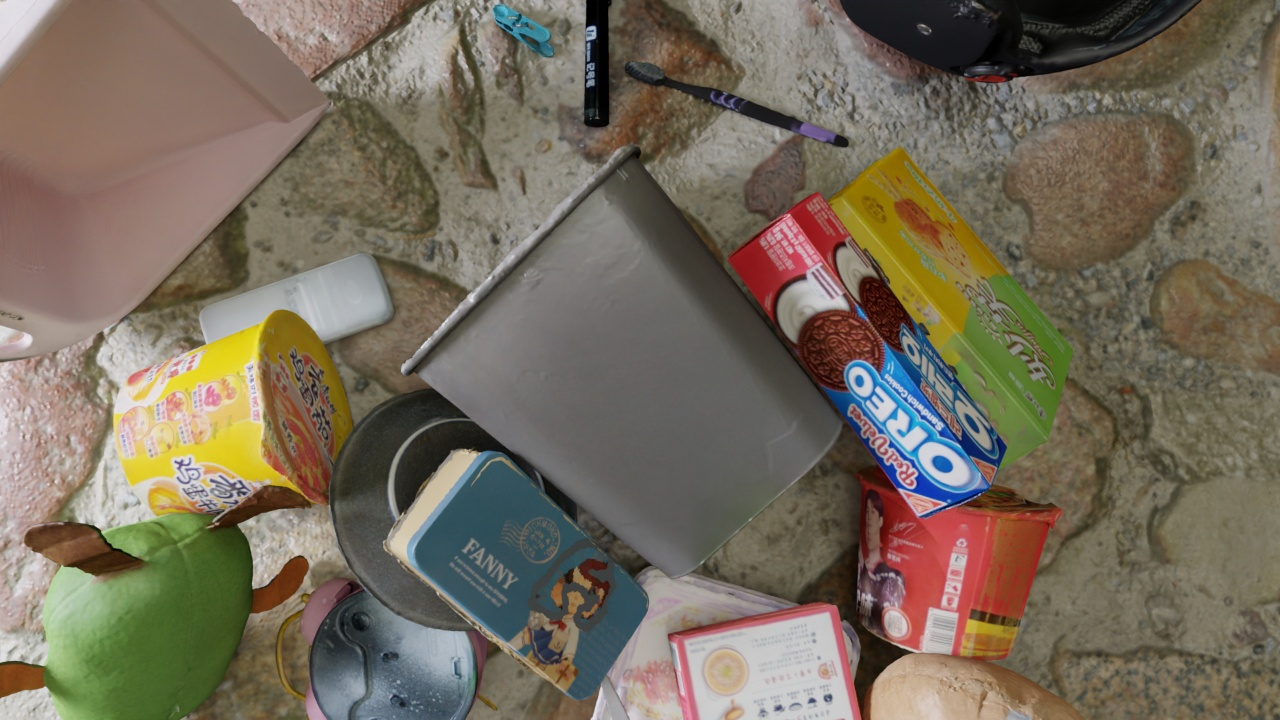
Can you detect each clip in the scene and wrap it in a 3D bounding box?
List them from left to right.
[{"bbox_3d":[-0.091,-0.257,0.711,0.055,0.038,0.013,34,81,5],"label":"clip"}]

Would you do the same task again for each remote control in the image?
[{"bbox_3d":[-0.254,-0.034,0.682,0.136,0.020,0.056,-21,87,-5],"label":"remote control"}]

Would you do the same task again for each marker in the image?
[{"bbox_3d":[-0.033,-0.248,0.717,0.022,0.020,0.132,4,84,-34],"label":"marker"}]

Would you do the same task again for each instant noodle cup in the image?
[{"bbox_3d":[-0.273,0.045,0.622,0.110,0.138,0.138,-15,87,1],"label":"instant noodle cup"},{"bbox_3d":[0.059,0.231,0.670,0.173,0.060,0.138,17,85,-5],"label":"instant noodle cup"},{"bbox_3d":[0.215,0.143,0.657,0.138,0.138,0.108,8,94,-4],"label":"instant noodle cup"}]

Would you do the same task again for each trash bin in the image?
[{"bbox_3d":[-0.004,0.004,0.613,0.199,0.199,0.220,-42,98,9],"label":"trash bin"}]

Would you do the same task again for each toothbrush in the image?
[{"bbox_3d":[0.078,-0.203,0.724,0.189,0.017,0.014,18,84,-5],"label":"toothbrush"}]

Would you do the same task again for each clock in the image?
[{"bbox_3d":[-0.182,0.208,0.643,0.158,0.059,0.117,-4,92,5],"label":"clock"}]

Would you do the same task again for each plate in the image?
[{"bbox_3d":[-0.122,0.095,0.635,0.179,0.024,0.179,16,55,-25],"label":"plate"}]

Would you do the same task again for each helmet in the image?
[{"bbox_3d":[0.253,-0.317,0.640,0.274,0.230,0.233,23,99,-2],"label":"helmet"}]

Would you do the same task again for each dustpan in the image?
[{"bbox_3d":[-0.342,-0.111,0.589,0.273,0.222,0.138,-23,75,6],"label":"dustpan"}]

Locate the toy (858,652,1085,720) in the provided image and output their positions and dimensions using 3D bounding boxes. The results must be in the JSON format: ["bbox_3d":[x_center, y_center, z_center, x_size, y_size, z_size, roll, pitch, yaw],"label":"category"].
[{"bbox_3d":[0.212,0.265,0.623,0.143,0.226,0.082,27,60,17],"label":"toy"}]

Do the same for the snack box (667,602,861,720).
[{"bbox_3d":[0.086,0.236,0.610,0.113,0.044,0.127,-8,79,-9],"label":"snack box"}]

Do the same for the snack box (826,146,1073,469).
[{"bbox_3d":[0.207,-0.039,0.653,0.210,0.157,0.070,49,128,1],"label":"snack box"}]

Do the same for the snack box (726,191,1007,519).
[{"bbox_3d":[0.143,-0.003,0.572,0.057,0.058,0.207,-35,92,38],"label":"snack box"}]

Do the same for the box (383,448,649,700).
[{"bbox_3d":[-0.079,0.132,0.584,0.184,0.059,0.089,48,64,-29],"label":"box"}]

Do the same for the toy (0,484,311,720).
[{"bbox_3d":[-0.311,0.166,0.586,0.090,0.226,0.247,46,125,28],"label":"toy"}]

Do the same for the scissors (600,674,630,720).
[{"bbox_3d":[0.011,0.286,0.627,0.162,0.012,0.176,-10,87,-3],"label":"scissors"}]
